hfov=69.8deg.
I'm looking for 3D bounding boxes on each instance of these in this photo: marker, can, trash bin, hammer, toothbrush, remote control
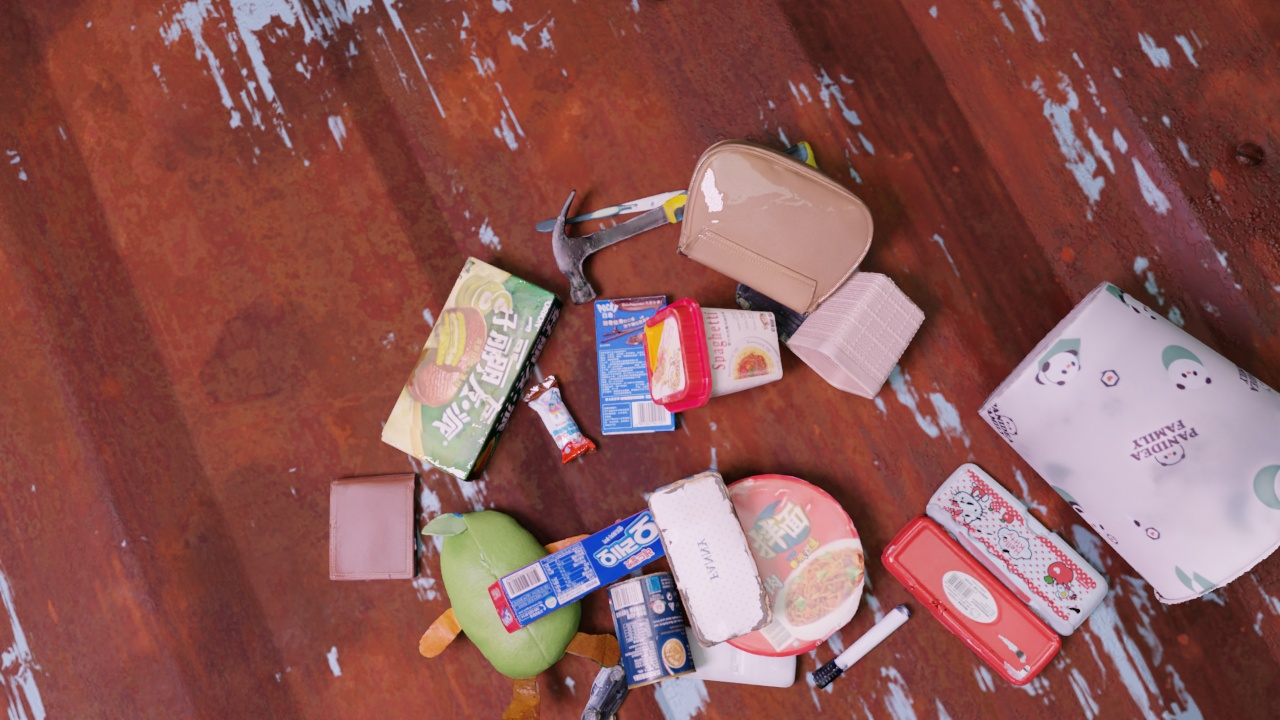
[{"bbox_3d":[0.242,0.313,1.007,0.131,0.018,0.022,-41,72,0],"label":"marker"},{"bbox_3d":[0.011,0.291,0.995,0.075,0.075,0.111,-16,71,4],"label":"can"},{"bbox_3d":[0.499,0.070,0.916,0.252,0.229,0.229,44,89,15],"label":"trash bin"},{"bbox_3d":[0.049,-0.182,1.068,0.323,0.032,0.126,-22,100,0],"label":"hammer"},{"bbox_3d":[-0.032,-0.177,1.096,0.191,0.018,0.016,-12,85,2],"label":"toothbrush"},{"bbox_3d":[0.104,0.328,1.017,0.136,0.020,0.056,2,82,8],"label":"remote control"}]

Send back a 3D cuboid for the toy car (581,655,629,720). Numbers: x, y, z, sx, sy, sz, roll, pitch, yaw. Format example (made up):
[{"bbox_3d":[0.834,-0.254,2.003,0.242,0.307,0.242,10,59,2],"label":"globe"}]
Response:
[{"bbox_3d":[-0.035,0.367,1.017,0.034,0.043,0.090,25,83,35],"label":"toy car"}]

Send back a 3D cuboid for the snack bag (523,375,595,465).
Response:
[{"bbox_3d":[-0.094,0.072,1.065,0.045,0.026,0.105,-33,79,4],"label":"snack bag"}]

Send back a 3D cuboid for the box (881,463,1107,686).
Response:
[{"bbox_3d":[0.382,0.229,0.992,0.201,0.038,0.158,43,89,10],"label":"box"}]

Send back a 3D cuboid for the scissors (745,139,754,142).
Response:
[{"bbox_3d":[0.151,-0.171,1.051,0.139,0.019,0.180,-45,99,4],"label":"scissors"}]

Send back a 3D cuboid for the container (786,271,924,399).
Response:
[{"bbox_3d":[0.238,-0.032,1.003,0.090,0.090,0.111,39,84,-20],"label":"container"}]

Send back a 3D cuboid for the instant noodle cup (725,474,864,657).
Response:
[{"bbox_3d":[0.143,0.222,1.004,0.194,0.066,0.193,-1,82,6],"label":"instant noodle cup"}]

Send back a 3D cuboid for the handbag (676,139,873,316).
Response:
[{"bbox_3d":[0.143,-0.149,1.000,0.204,0.099,0.148,26,108,-2],"label":"handbag"}]

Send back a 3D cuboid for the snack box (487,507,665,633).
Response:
[{"bbox_3d":[-0.055,0.219,0.980,0.207,0.058,0.057,-21,76,-28],"label":"snack box"}]

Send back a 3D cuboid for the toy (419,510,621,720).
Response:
[{"bbox_3d":[-0.140,0.266,1.015,0.226,0.090,0.246,-31,75,-15],"label":"toy"}]

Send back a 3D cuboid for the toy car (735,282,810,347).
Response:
[{"bbox_3d":[0.155,-0.058,1.052,0.105,0.031,0.049,43,85,7],"label":"toy car"}]

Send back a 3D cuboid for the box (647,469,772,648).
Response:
[{"bbox_3d":[0.069,0.197,0.954,0.090,0.059,0.184,-19,80,3],"label":"box"}]

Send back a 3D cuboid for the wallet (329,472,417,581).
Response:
[{"bbox_3d":[-0.310,0.196,1.072,0.101,0.032,0.124,-2,83,3],"label":"wallet"}]

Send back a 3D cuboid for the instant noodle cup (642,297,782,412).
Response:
[{"bbox_3d":[0.080,-0.007,1.007,0.124,0.117,0.116,-4,82,-24],"label":"instant noodle cup"}]

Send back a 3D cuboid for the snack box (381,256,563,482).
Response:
[{"bbox_3d":[-0.193,0.010,1.064,0.114,0.063,0.240,25,86,7],"label":"snack box"}]

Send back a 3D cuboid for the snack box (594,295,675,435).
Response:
[{"bbox_3d":[-0.006,0.006,1.064,0.084,0.026,0.157,-4,83,4],"label":"snack box"}]
